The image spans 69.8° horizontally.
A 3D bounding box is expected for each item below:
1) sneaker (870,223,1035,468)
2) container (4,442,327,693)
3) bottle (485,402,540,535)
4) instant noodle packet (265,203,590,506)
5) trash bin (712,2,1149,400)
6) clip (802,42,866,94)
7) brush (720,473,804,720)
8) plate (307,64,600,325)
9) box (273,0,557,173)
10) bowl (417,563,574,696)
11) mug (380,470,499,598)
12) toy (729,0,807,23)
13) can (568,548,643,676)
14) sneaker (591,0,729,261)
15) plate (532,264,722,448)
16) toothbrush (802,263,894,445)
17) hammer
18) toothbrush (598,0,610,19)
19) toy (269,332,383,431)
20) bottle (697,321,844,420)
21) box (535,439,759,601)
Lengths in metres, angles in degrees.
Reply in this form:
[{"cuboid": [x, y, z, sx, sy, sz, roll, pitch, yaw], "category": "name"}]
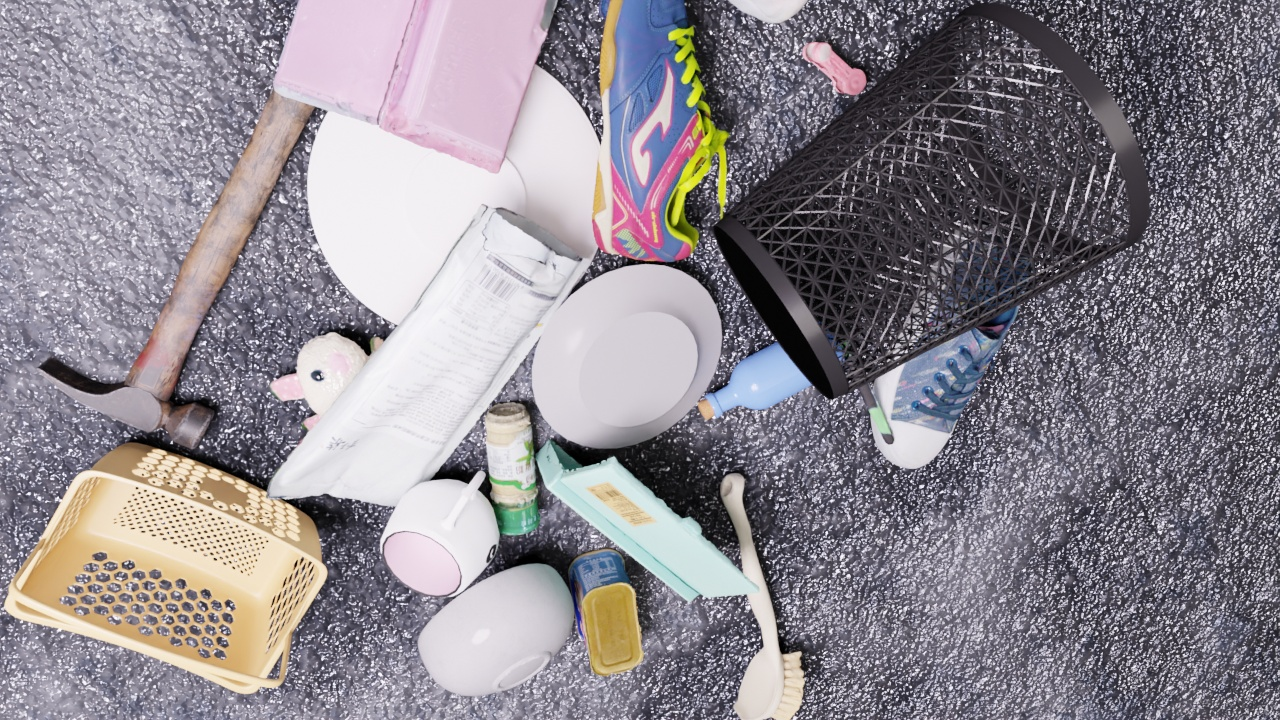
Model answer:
[{"cuboid": [0.280, -0.004, 0.825, 0.087, 0.079, 0.236, 12, 105, -19], "category": "sneaker"}, {"cuboid": [-0.337, 0.158, 0.670, 0.183, 0.167, 0.129, 30, 99, -22], "category": "container"}, {"cuboid": [-0.109, 0.092, 0.777, 0.042, 0.042, 0.110, -6, 109, -13], "category": "bottle"}, {"cuboid": [-0.157, 0.008, 0.701, 0.269, 0.057, 0.146, -50, 147, 11], "category": "instant noodle packet"}, {"cuboid": [0.201, -0.105, 0.699, 0.243, 0.217, 0.217, -34, 114, 1], "category": "trash bin"}, {"cuboid": [0.158, -0.233, 0.733, 0.059, 0.041, 0.023, 30, 102, -18], "category": "clip"}, {"cuboid": [0.111, 0.232, 0.883, 0.077, 0.062, 0.272, -19, 109, -26], "category": "brush"}, {"cuboid": [-0.134, -0.122, 0.699, 0.229, 0.030, 0.230, -5, 110, -13], "category": "plate"}, {"cuboid": [-0.133, -0.261, 0.614, 0.172, 0.075, 0.233, 16, 95, -19], "category": "box"}, {"cuboid": [-0.114, 0.237, 0.778, 0.131, 0.064, 0.132, -27, 151, -16], "category": "bowl"}, {"cuboid": [-0.154, 0.131, 0.745, 0.090, 0.076, 0.124, 34, 127, -3], "category": "mug"}, {"cuboid": [0.054, -0.339, 0.629, 0.209, 0.086, 0.137, 40, 71, -29], "category": "toy"}, {"cuboid": [-0.031, 0.231, 0.837, 0.054, 0.059, 0.100, -11, 112, -11], "category": "can"}, {"cuboid": [0.023, -0.194, 0.685, 0.091, 0.116, 0.242, 10, 113, 11], "category": "sneaker"}, {"cuboid": [-0.005, 0.005, 0.763, 0.172, 0.019, 0.173, -12, 122, -20], "category": "plate"}, {"cuboid": [0.187, -0.003, 0.818, 0.014, 0.017, 0.188, -25, 103, 13], "category": "toothbrush"}, {"cuboid": [-0.307, -0.097, 0.662, 0.120, 0.033, 0.330, 28, 99, -21], "category": "hammer"}, {"cuboid": [0.007, -0.343, 0.665, 0.016, 0.017, 0.190, 15, 104, -20], "category": "toothbrush"}, {"cuboid": [-0.229, 0.018, 0.717, 0.112, 0.050, 0.087, -22, 114, 0], "category": "toy"}, {"cuboid": [0.111, 0.015, 0.804, 0.131, 0.048, 0.048, -27, 114, -4], "category": "bottle"}, {"cuboid": [0.001, 0.142, 0.776, 0.187, 0.138, 0.056, 43, 77, -23], "category": "box"}]
